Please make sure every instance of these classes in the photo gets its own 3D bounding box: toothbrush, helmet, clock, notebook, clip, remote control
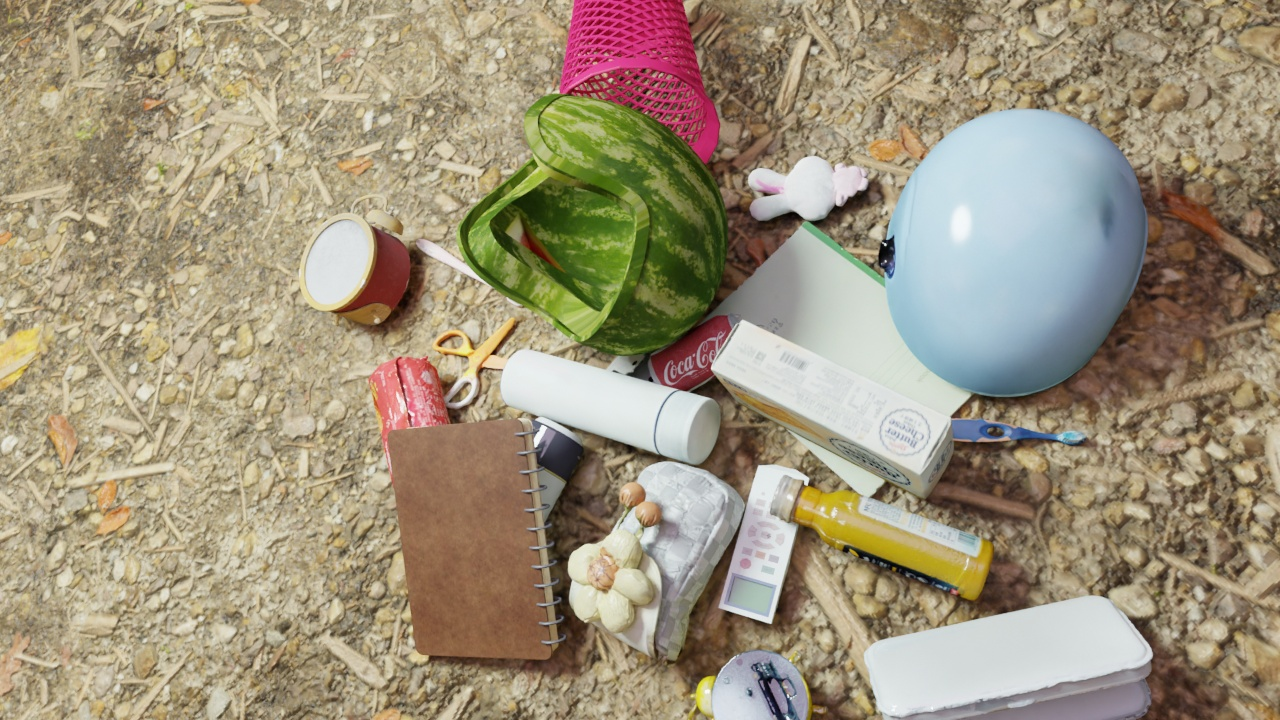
[{"bbox_3d":[-0.204,-0.107,1.079,0.181,0.018,0.015,30,79,27],"label":"toothbrush"},{"bbox_3d":[0.328,0.065,0.824,0.135,0.017,0.021,3,71,14],"label":"toothbrush"},{"bbox_3d":[0.332,-0.106,0.820,0.226,0.167,0.265,9,78,12],"label":"helmet"},{"bbox_3d":[0.094,0.298,0.784,0.119,0.057,0.083,-28,63,5],"label":"clock"},{"bbox_3d":[0.193,-0.009,0.909,0.182,0.010,0.252,-44,62,-4],"label":"notebook"},{"bbox_3d":[-0.027,-0.130,0.911,0.247,0.242,0.214,44,130,1],"label":"helmet"},{"bbox_3d":[-0.006,0.006,0.965,0.101,0.038,0.054,-49,38,-5],"label":"clip"},{"bbox_3d":[-0.157,0.171,0.880,0.168,0.024,0.225,-6,92,25],"label":"notebook"},{"bbox_3d":[0.117,0.168,0.851,0.050,0.024,0.143,13,71,18],"label":"remote control"},{"bbox_3d":[-0.328,-0.120,1.088,0.117,0.081,0.158,-1,77,30],"label":"clock"}]

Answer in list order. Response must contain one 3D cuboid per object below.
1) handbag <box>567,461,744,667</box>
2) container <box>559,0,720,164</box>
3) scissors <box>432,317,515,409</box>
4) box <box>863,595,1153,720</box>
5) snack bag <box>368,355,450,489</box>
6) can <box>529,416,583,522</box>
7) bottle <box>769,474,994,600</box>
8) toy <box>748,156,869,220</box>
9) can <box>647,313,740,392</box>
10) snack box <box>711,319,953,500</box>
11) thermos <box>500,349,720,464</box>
[{"bbox_3d":[0.010,0.169,0.831,0.113,0.123,0.171,18,73,39],"label":"handbag"},{"bbox_3d":[-0.011,-0.335,1.034,0.183,0.183,0.225,-11,57,14],"label":"container"},{"bbox_3d":[-0.185,0.004,1.028,0.125,0.011,0.128,9,73,23],"label":"scissors"},{"bbox_3d":[0.300,0.270,0.745,0.216,0.110,0.107,-14,21,10],"label":"box"},{"bbox_3d":[-0.239,0.074,0.978,0.082,0.082,0.176,-25,62,6],"label":"snack bag"},{"bbox_3d":[-0.111,0.124,0.923,0.064,0.064,0.127,23,77,25],"label":"can"},{"bbox_3d":[0.206,0.150,0.801,0.186,0.053,0.053,19,75,17],"label":"bottle"},{"bbox_3d":[0.178,-0.182,0.973,0.125,0.037,0.075,-7,60,13],"label":"toy"},{"bbox_3d":[0.060,-0.005,0.917,0.097,0.054,0.054,-31,61,19],"label":"can"},{"bbox_3d":[0.174,0.044,0.828,0.208,0.104,0.057,28,81,26],"label":"snack box"},{"bbox_3d":[-0.034,0.043,0.917,0.230,0.068,0.067,14,73,30],"label":"thermos"}]
